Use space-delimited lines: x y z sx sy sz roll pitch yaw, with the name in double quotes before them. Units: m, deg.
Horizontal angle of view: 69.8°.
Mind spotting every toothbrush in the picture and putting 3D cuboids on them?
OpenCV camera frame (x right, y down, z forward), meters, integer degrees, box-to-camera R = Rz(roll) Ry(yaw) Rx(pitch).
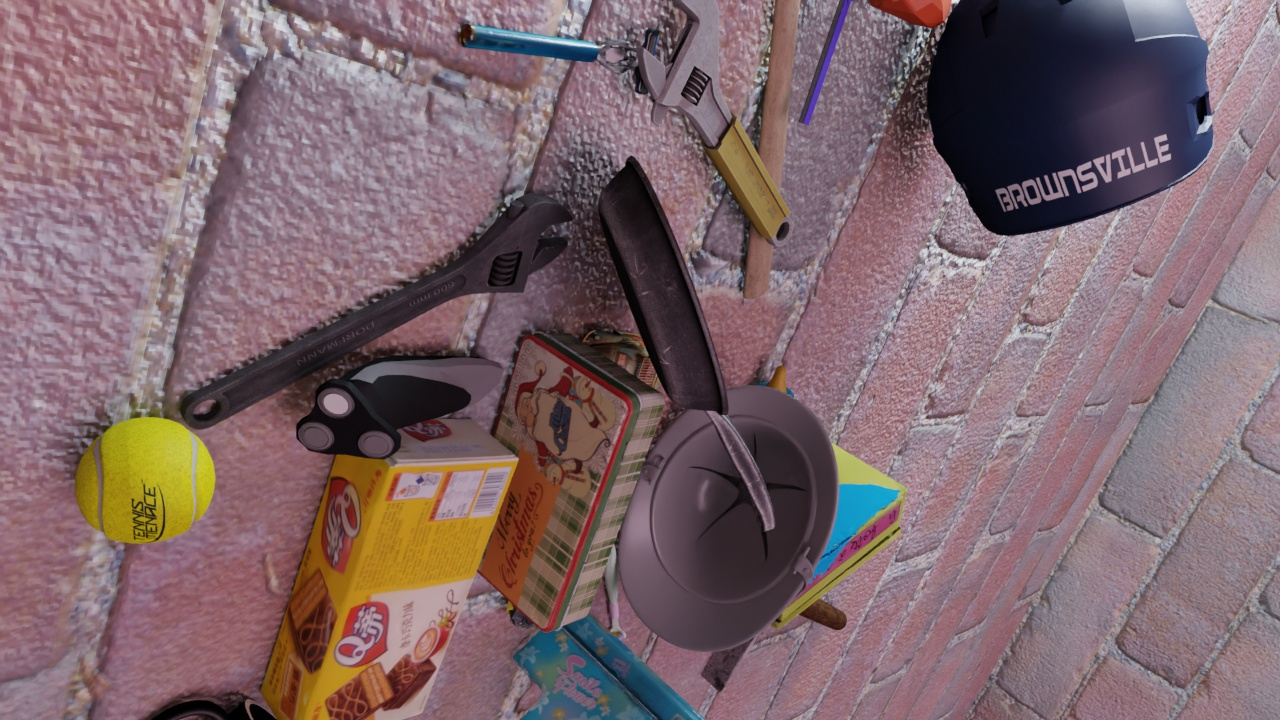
"toothbrush" -0.028 0.233 0.920 0.022 0.015 0.155 -2 129 1

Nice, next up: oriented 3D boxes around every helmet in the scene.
"helmet" 0.094 0.141 0.885 0.272 0.183 0.117 -64 165 18
"helmet" 0.380 -0.263 0.841 0.271 0.233 0.223 -43 112 -56

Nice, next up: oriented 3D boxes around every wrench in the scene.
"wrench" -0.152 -0.032 0.573 0.272 0.018 0.073 -32 147 -26
"wrench" 0.067 -0.163 0.684 0.083 0.018 0.273 -55 144 -5

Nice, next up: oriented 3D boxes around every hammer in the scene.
"hammer" 0.107 -0.193 0.745 0.119 0.031 0.332 -28 138 -32
"hammer" 0.212 0.374 1.282 0.217 0.037 0.300 -54 144 -2

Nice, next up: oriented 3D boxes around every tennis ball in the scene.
"tennis ball" -0.261 0.064 0.485 0.065 0.065 0.065 -28 136 -32

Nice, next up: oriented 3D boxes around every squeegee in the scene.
"squeegee" 0.220 -0.304 0.755 0.184 0.055 0.250 -10 122 -58

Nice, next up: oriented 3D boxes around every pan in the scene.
"pan" 0.043 0.015 0.683 0.055 0.187 0.357 -21 127 -2

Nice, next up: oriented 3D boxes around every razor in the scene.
"razor" -0.146 0.021 0.594 0.057 0.060 0.155 -51 170 28
"razor" -0.048 -0.193 0.568 0.143 0.022 0.042 -7 119 -40

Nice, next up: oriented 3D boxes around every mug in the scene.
"mug" -0.292 0.284 0.618 0.098 0.082 0.118 -42 114 -18

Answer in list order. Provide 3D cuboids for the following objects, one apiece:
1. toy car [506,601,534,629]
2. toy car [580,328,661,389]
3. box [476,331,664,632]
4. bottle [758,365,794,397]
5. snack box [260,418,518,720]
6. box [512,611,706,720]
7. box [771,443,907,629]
"toy car" -0.079 0.192 0.818 0.106 0.030 0.049 -48 144 -14
"toy car" -0.005 0.005 0.744 0.111 0.047 0.047 4 110 -50
"box" -0.063 0.090 0.687 0.049 0.118 0.206 -5 122 -49
"bottle" 0.129 0.069 0.940 0.051 0.051 0.146 -18 129 -40
"snack box" -0.180 0.154 0.650 0.109 0.062 0.230 3 114 -50
"box" -0.022 0.339 0.827 0.121 0.227 0.098 -41 141 -21
"box" 0.189 0.194 1.047 0.220 0.124 0.081 -30 134 -33
